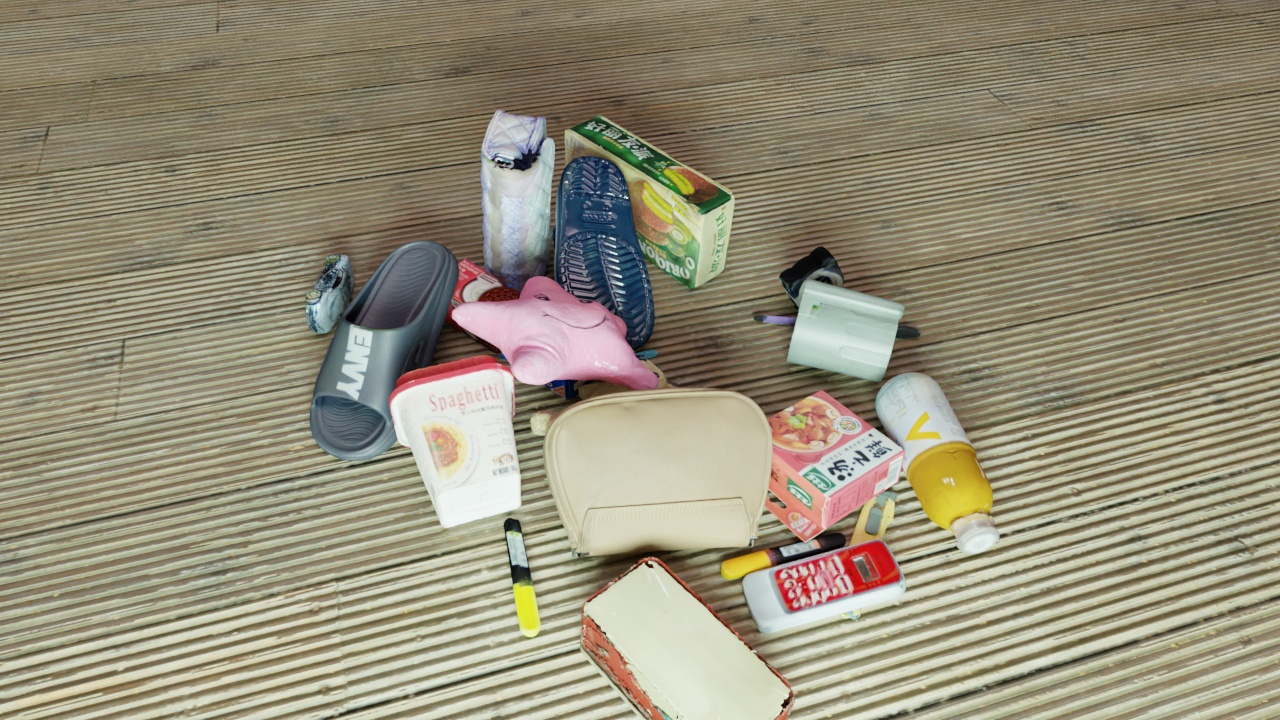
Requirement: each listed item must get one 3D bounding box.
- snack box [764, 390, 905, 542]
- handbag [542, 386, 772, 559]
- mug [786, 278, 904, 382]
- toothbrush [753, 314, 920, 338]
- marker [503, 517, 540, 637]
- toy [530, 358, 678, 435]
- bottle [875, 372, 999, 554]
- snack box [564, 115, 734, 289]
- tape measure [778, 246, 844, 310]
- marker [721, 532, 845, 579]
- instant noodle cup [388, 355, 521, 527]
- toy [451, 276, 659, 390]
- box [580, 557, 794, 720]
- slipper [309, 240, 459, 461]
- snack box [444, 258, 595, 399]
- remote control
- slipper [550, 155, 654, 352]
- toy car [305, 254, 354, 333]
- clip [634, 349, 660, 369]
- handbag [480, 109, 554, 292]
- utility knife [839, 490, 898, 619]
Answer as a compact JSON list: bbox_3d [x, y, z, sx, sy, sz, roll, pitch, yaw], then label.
[{"bbox_3d":[0.166,0.096,0.877,0.126,0.044,0.113,-26,46,-27],"label":"snack box"},{"bbox_3d":[0.015,0.099,0.831,0.204,0.100,0.147,-2,82,-6],"label":"handbag"},{"bbox_3d":[0.216,-0.036,0.967,0.103,0.124,0.083,15,64,9],"label":"mug"},{"bbox_3d":[0.224,-0.041,1.047,0.189,0.014,0.016,6,37,4],"label":"toothbrush"},{"bbox_3d":[-0.105,0.188,0.807,0.018,0.015,0.124,-8,43,-11],"label":"marker"},{"bbox_3d":[-0.037,0.044,0.915,0.156,0.066,0.105,-24,33,-34],"label":"toy"},{"bbox_3d":[0.283,0.095,0.873,0.068,0.068,0.189,-6,45,-8],"label":"bottle"},{"bbox_3d":[0.004,-0.197,1.124,0.063,0.115,0.240,-33,54,-31],"label":"snack box"},{"bbox_3d":[0.199,-0.090,1.058,0.066,0.066,0.033,-33,46,4],"label":"tape measure"},{"bbox_3d":[0.130,0.176,0.827,0.123,0.015,0.018,-12,44,-17],"label":"marker"},{"bbox_3d":[-0.164,0.078,0.854,0.116,0.117,0.124,-13,59,-15],"label":"instant noodle cup"},{"bbox_3d":[-0.087,-0.030,0.886,0.194,0.075,0.178,6,33,-31],"label":"toy"},{"bbox_3d":[0.031,0.237,0.714,0.091,0.079,0.168,-31,53,-30],"label":"box"},{"bbox_3d":[-0.270,-0.029,0.938,0.111,0.083,0.267,7,60,16],"label":"slipper"},{"bbox_3d":[-0.136,-0.037,1.000,0.207,0.057,0.058,31,55,25],"label":"snack box"},{"bbox_3d":[0.158,0.194,0.793,0.136,0.020,0.055,-13,46,-5],"label":"remote control"},{"bbox_3d":[-0.053,-0.115,1.047,0.105,0.095,0.252,-4,66,-13],"label":"slipper"},{"bbox_3d":[-0.348,-0.075,1.037,0.031,0.049,0.105,5,46,5],"label":"toy car"},{"bbox_3d":[-0.007,0.004,0.989,0.055,0.038,0.013,-7,44,5],"label":"clip"},{"bbox_3d":[-0.138,-0.176,1.042,0.075,0.194,0.133,7,45,2],"label":"handbag"},{"bbox_3d":[0.205,0.172,0.835,0.031,0.018,0.151,14,50,20],"label":"utility knife"}]
